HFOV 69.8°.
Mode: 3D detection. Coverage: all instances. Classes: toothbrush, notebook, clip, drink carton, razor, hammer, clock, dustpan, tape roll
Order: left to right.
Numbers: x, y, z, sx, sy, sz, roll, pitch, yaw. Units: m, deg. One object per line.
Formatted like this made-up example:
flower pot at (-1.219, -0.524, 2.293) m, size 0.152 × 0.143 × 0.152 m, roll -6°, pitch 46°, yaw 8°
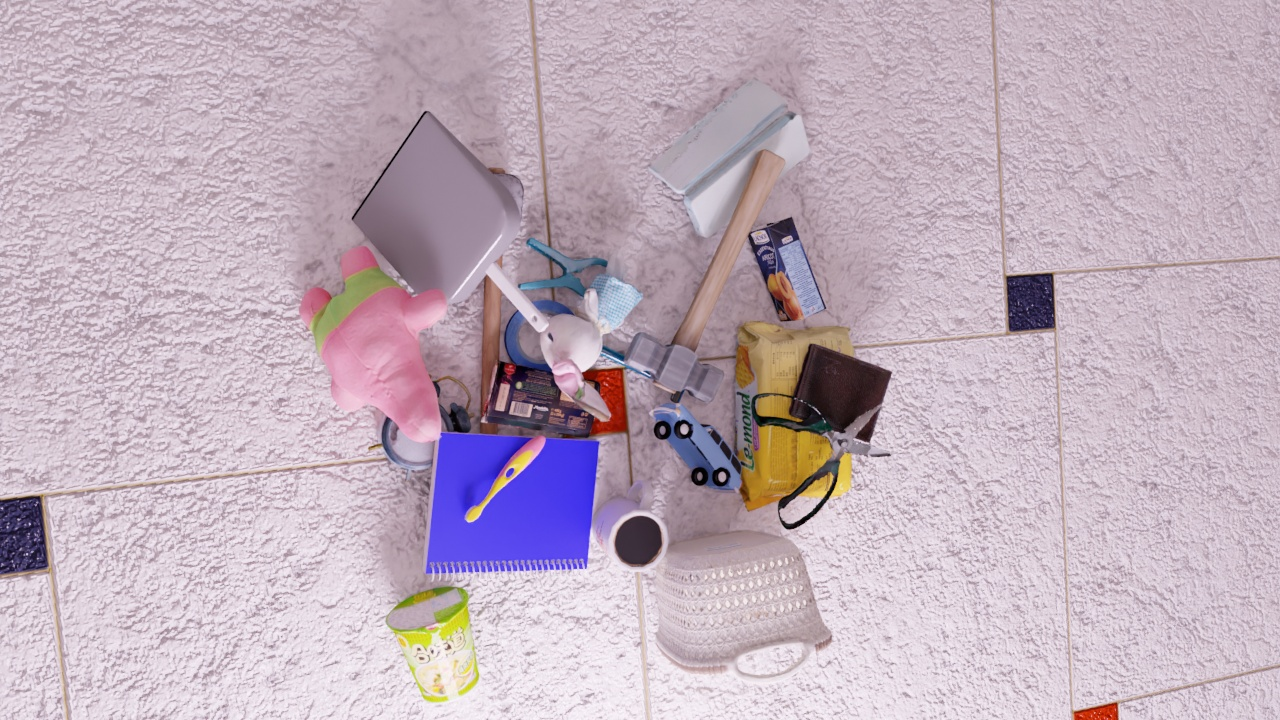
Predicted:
clock at (-0.254, 0.075, 1.081) m, size 0.090 × 0.052 × 0.129 m, roll 43°, pitch 76°, yaw -13°
dustpan at (-0.195, -0.128, 1.024) m, size 0.257 × 0.033 × 0.163 m, roll 48°, pitch 114°, yaw 11°
hammer at (-0.176, -0.061, 1.090) m, size 0.052 × 0.098 × 0.328 m, roll 0°, pitch 100°, yaw -17°
toothbrush at (-0.159, 0.137, 1.076) m, size 0.135 × 0.016 × 0.021 m, roll -48°, pitch 112°, yaw -24°
notebook at (-0.152, 0.176, 1.101) m, size 0.208 × 0.022 × 0.171 m, roll 6°, pitch 89°, yaw -32°
tape roll at (-0.121, -0.029, 1.131) m, size 0.093 × 0.016 × 0.091 m, roll -1°, pitch 92°, yaw -16°
clip at (-0.090, -0.092, 1.134) m, size 0.126 × 0.028 × 0.113 m, roll 1°, pitch 97°, yaw -17°
razor at (-0.007, 0.007, 1.164) m, size 0.144 × 0.022 × 0.042 m, roll 26°, pitch 86°, yaw -11°
hammer at (0.097, -0.110, 1.141) m, size 0.117 × 0.051 × 0.322 m, roll 26°, pitch 87°, yaw -10°
drink carton at (0.189, -0.118, 1.192) m, size 0.040 × 0.064 × 0.130 m, roll -25°, pitch 98°, yaw -19°

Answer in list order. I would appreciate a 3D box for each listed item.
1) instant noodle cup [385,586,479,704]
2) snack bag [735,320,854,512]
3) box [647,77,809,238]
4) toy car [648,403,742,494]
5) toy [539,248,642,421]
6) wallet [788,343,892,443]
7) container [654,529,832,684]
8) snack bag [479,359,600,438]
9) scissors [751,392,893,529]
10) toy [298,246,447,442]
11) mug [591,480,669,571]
instant noodle cup at (-0.237, 0.336, 1.078) m, size 0.098 × 0.099 × 0.108 m, roll -16°, pitch 105°, yaw -15°
snack bag at (0.207, 0.071, 1.203) m, size 0.159 × 0.068 × 0.247 m, roll -1°, pitch 93°, yaw -17°
box at (0.117, -0.261, 1.180) m, size 0.197 × 0.075 × 0.125 m, roll -40°, pitch 82°, yaw -14°
toy car at (0.074, 0.108, 1.168) m, size 0.153 × 0.056 × 0.054 m, roll 52°, pitch 60°, yaw -19°
toy at (-0.067, -0.045, 1.089) m, size 0.106 × 0.131 × 0.205 m, roll 13°, pitch 75°, yaw 16°
wallet at (0.255, 0.042, 1.165) m, size 0.120 × 0.031 × 0.099 m, roll 20°, pitch 84°, yaw -14°
container at (0.110, 0.288, 1.101) m, size 0.184 × 0.246 × 0.143 m, roll -9°, pitch 86°, yaw -13°
snack bag at (-0.117, 0.049, 1.108) m, size 0.155 × 0.018 × 0.074 m, roll 14°, pitch 90°, yaw -38°
scissors at (0.214, 0.127, 1.152) m, size 0.201 × 0.015 × 0.204 m, roll 15°, pitch 104°, yaw -10°
toy at (-0.285, -0.007, 1.020) m, size 0.192 × 0.096 × 0.236 m, roll -42°, pitch 72°, yaw 19°
mug at (-0.010, 0.199, 1.134) m, size 0.073 × 0.090 × 0.105 m, roll 17°, pitch 87°, yaw -16°
